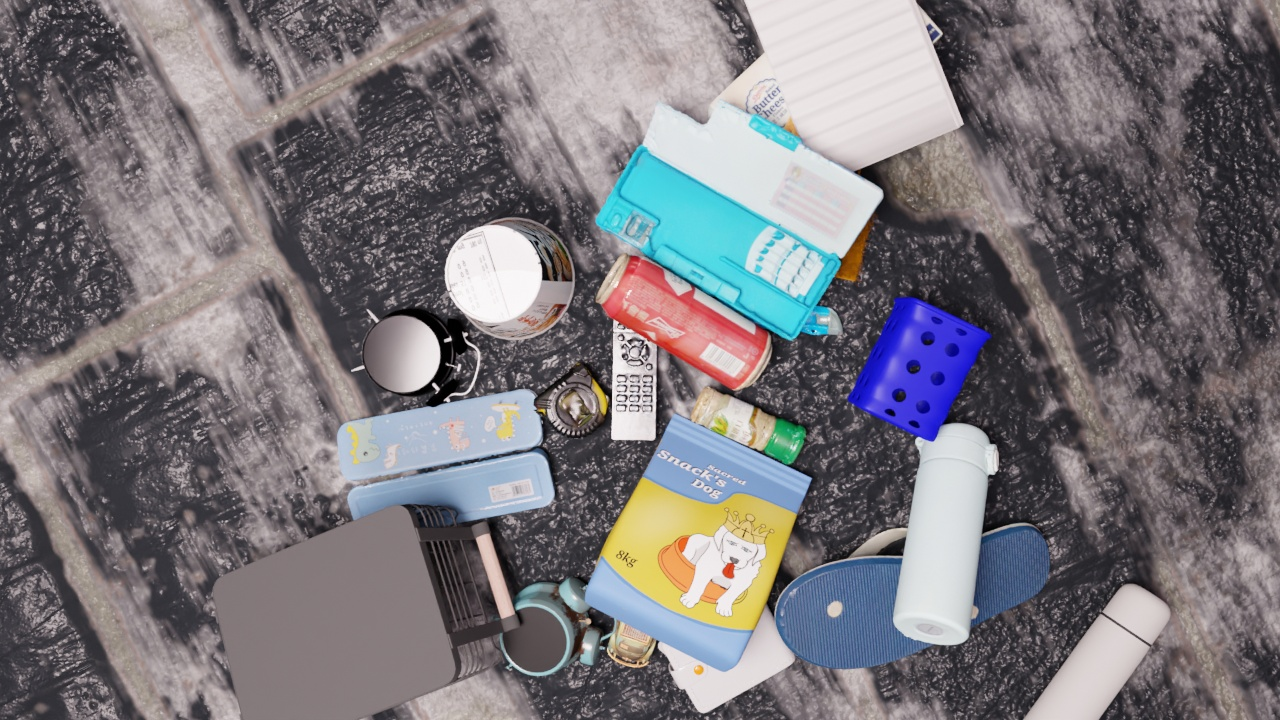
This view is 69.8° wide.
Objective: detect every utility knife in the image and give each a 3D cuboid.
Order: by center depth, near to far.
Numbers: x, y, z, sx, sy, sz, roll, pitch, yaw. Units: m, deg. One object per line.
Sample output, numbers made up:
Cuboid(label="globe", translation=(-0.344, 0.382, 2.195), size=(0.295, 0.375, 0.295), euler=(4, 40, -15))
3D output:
Cuboid(label="utility knife", translation=(0.116, -0.044, 0.918), size=(0.175, 0.015, 0.031), euler=(3, 89, 2))

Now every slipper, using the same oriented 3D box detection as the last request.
Cuboid(label="slipper", translation=(0.267, 0.227, 0.911), size=(0.294, 0.060, 0.118), euler=(-13, 98, -11))

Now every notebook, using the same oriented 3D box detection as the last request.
Cuboid(label="notebook", translation=(0.192, -0.287, 0.846), size=(0.142, 0.009, 0.210), euler=(-22, 92, 3))

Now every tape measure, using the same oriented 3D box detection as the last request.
Cuboid(label="tape measure", translation=(-0.066, 0.046, 0.911), size=(0.067, 0.038, 0.062), euler=(-38, 97, -9))

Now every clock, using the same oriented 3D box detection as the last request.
Cuboid(label="clock", translation=(-0.220, -0.004, 0.912), size=(0.121, 0.042, 0.091), euler=(16, 93, 0))
Cuboid(label="clock", translation=(-0.084, 0.267, 0.917), size=(0.124, 0.053, 0.090), euler=(-18, 91, 14))

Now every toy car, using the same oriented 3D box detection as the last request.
Cuboid(label="toy car", translation=(0.001, 0.258, 0.921), size=(0.047, 0.047, 0.112), euler=(17, 92, 1))

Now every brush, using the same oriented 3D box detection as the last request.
Cuboid(label="brush", translation=(0.207, -0.145, 0.908), size=(0.048, 0.017, 0.126), euler=(13, 94, 0))

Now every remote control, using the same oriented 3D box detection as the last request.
Cuboid(label="remote control", translation=(-0.005, 0.005, 0.921), size=(0.047, 0.022, 0.150), euler=(2, 92, 1))

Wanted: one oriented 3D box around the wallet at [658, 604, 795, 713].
Cuboid(label="wallet", translation=(0.078, 0.278, 0.926), size=(0.118, 0.037, 0.115), euler=(-29, 92, -1))

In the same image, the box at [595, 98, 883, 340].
Cuboid(label="box", translation=(0.092, -0.146, 0.876), size=(0.227, 0.071, 0.182), euler=(31, 116, 5))

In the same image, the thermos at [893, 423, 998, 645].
Cuboid(label="thermos", translation=(0.285, 0.155, 0.856), size=(0.078, 0.065, 0.206), euler=(-2, 52, 33))

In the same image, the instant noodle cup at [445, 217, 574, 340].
Cuboid(label="instant noodle cup", translation=(-0.129, -0.079, 0.866), size=(0.123, 0.121, 0.123), euler=(0, 93, 1))

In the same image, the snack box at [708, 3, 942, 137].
Cuboid(label="snack box", translation=(0.174, -0.272, 0.882), size=(0.208, 0.057, 0.104), euler=(-43, 91, 3))

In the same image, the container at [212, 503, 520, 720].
Cuboid(label="container", translation=(-0.256, 0.244, 0.860), size=(0.241, 0.130, 0.162), euler=(-23, 76, 8))

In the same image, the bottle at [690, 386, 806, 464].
Cuboid(label="bottle", translation=(0.107, 0.064, 0.910), size=(0.111, 0.043, 0.043), euler=(24, 93, 0))

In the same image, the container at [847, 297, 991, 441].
Cuboid(label="container", translation=(0.264, 0.008, 0.883), size=(0.084, 0.085, 0.113), euler=(26, 95, 0))

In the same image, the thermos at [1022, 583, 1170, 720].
Cuboid(label="thermos", translation=(0.443, 0.323, 0.913), size=(0.052, 0.052, 0.224), euler=(34, 93, -1))

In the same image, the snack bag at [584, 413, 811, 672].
Cuboid(label="snack bag", translation=(0.059, 0.169, 0.883), size=(0.159, 0.102, 0.204), euler=(25, 67, 6))

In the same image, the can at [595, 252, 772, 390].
Cuboid(label="can", translation=(0.043, -0.037, 0.879), size=(0.170, 0.067, 0.067), euler=(30, 93, -12))

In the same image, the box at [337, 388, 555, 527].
Cuboid(label="box", translation=(-0.197, 0.105, 0.924), size=(0.209, 0.034, 0.127), euler=(-11, 94, 0))
